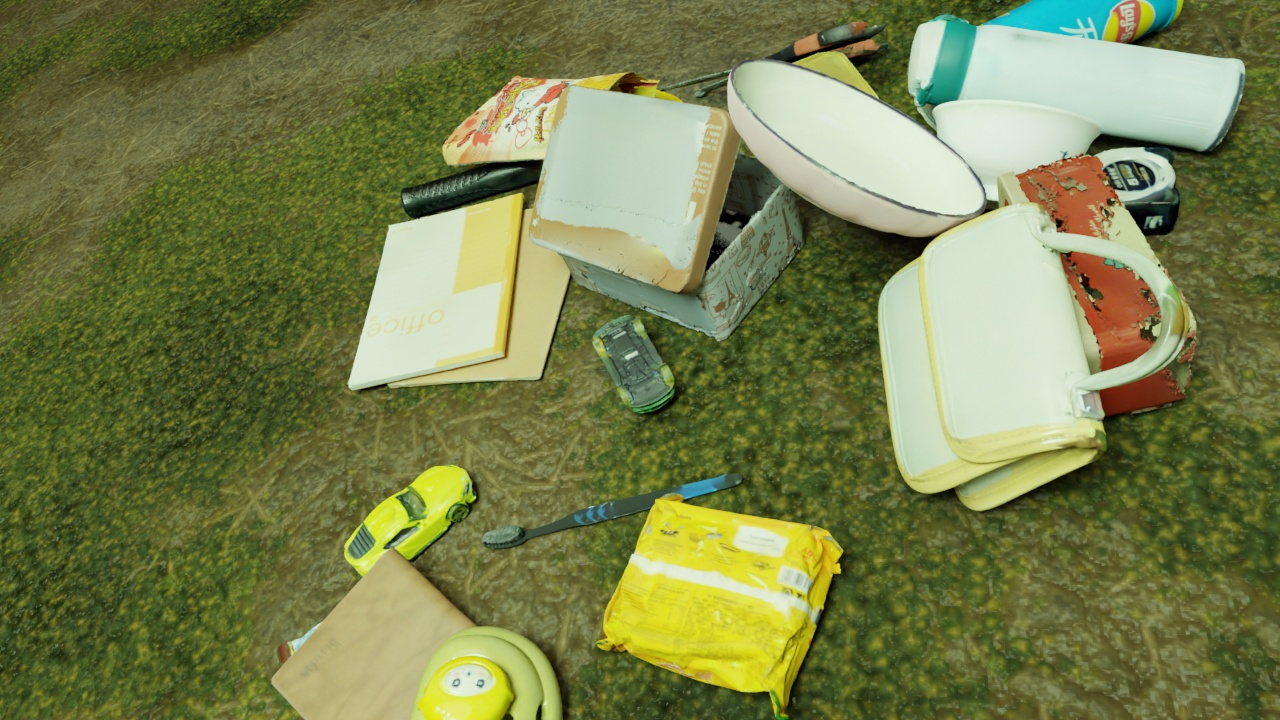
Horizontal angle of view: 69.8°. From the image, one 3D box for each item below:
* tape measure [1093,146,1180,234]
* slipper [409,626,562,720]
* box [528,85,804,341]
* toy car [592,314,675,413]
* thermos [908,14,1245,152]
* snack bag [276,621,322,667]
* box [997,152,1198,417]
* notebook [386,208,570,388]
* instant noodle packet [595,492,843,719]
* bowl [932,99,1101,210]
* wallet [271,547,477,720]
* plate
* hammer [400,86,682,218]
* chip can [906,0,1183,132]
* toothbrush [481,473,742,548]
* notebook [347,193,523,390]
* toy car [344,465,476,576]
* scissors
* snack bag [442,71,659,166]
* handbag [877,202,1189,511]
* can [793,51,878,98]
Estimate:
[{"bbox_3d":[0.350,-0.123,0.664,0.066,0.034,0.065,4,51,21],"label":"tape measure"},{"bbox_3d":[-0.097,0.235,0.502,0.091,0.082,0.190,5,56,5],"label":"slipper"},{"bbox_3d":[0.006,-0.129,0.715,0.182,0.166,0.150,24,63,35],"label":"box"},{"bbox_3d":[-0.004,0.004,0.695,0.043,0.036,0.091,-26,46,-3],"label":"toy car"},{"bbox_3d":[0.315,-0.211,0.686,0.224,0.073,0.073,13,56,10],"label":"thermos"},{"bbox_3d":[-0.201,0.184,0.627,0.104,0.026,0.048,-32,51,-8],"label":"snack bag"},{"bbox_3d":[0.294,-0.053,0.588,0.078,0.091,0.168,-15,48,12],"label":"box"},{"bbox_3d":[-0.132,-0.062,0.822,0.148,0.008,0.207,-3,50,19],"label":"notebook"},{"bbox_3d":[0.049,0.142,0.552,0.129,0.044,0.110,9,62,32],"label":"instant noodle packet"},{"bbox_3d":[0.272,-0.147,0.684,0.118,0.118,0.065,14,95,31],"label":"bowl"},{"bbox_3d":[-0.166,0.195,0.592,0.101,0.020,0.115,36,73,20],"label":"wallet"},{"bbox_3d":[0.140,-0.140,0.625,0.192,0.039,0.192,18,36,-14],"label":"plate"},{"bbox_3d":[-0.093,-0.195,0.903,0.301,0.033,0.128,-14,47,10],"label":"hammer"},{"bbox_3d":[0.335,-0.267,0.766,0.210,0.071,0.071,-26,47,-1],"label":"chip can"},{"bbox_3d":[-0.022,0.103,0.633,0.190,0.016,0.014,-15,55,8],"label":"toothbrush"},{"bbox_3d":[-0.181,-0.068,0.832,0.146,0.010,0.205,-11,48,14],"label":"notebook"},{"bbox_3d":[-0.169,0.114,0.671,0.105,0.032,0.048,-40,48,-15],"label":"toy car"},{"bbox_3d":[0.129,-0.272,0.836,0.225,0.015,0.189,-13,8,-4],"label":"scissors"},{"bbox_3d":[-0.087,-0.232,0.875,0.208,0.073,0.128,12,57,37],"label":"snack bag"},{"bbox_3d":[0.215,-0.016,0.525,0.063,0.179,0.163,16,57,-23],"label":"handbag"},{"bbox_3d":[0.161,-0.193,0.764,0.057,0.083,0.102,-22,47,4],"label":"can"}]
